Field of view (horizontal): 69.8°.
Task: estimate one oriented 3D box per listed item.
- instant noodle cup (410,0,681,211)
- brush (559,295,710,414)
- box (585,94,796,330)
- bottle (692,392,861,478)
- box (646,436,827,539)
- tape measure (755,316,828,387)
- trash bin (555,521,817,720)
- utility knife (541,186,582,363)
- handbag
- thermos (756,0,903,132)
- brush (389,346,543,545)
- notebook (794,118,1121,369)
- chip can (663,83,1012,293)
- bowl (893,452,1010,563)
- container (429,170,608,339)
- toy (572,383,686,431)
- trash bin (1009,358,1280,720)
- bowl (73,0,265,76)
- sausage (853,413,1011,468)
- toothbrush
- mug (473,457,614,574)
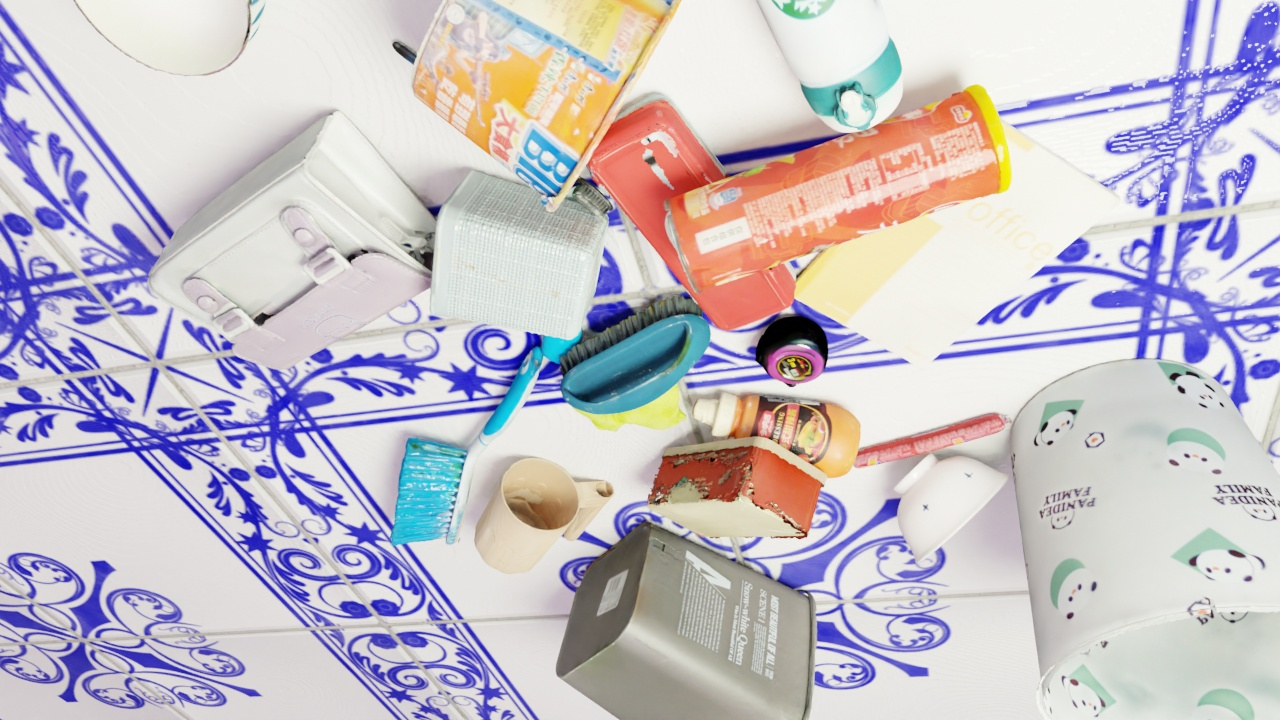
[{"bbox_3d":[-0.061,-0.183,0.555,0.111,0.151,0.152,31,131,-10],"label":"instant noodle cup"},{"bbox_3d":[-0.005,0.004,0.770,0.144,0.073,0.055,-28,138,19],"label":"brush"},{"bbox_3d":[0.039,-0.105,0.693,0.087,0.047,0.201,-22,128,28],"label":"box"},{"bbox_3d":[0.120,0.061,0.831,0.149,0.066,0.067,14,135,3],"label":"bottle"},{"bbox_3d":[0.079,0.127,0.842,0.091,0.077,0.169,31,156,-22],"label":"box"},{"bbox_3d":[0.129,-0.009,0.771,0.057,0.039,0.058,34,135,-24],"label":"tape measure"},{"bbox_3d":[0.048,0.309,1.003,0.219,0.198,0.199,34,129,-16],"label":"trash bin"},{"bbox_3d":[-0.059,-0.067,0.755,0.034,0.018,0.186,5,133,-7],"label":"utility knife"},{"bbox_3d":[-0.264,-0.079,0.723,0.197,0.098,0.145,-24,132,29],"label":"handbag"},{"bbox_3d":[0.091,-0.233,0.528,0.073,0.073,0.224,-19,129,24],"label":"thermos"},{"bbox_3d":[-0.179,0.090,0.909,0.109,0.060,0.315,11,133,-11],"label":"brush"},{"bbox_3d":[0.230,-0.085,0.700,0.146,0.010,0.207,27,132,-16],"label":"notebook"},{"bbox_3d":[0.127,-0.110,0.609,0.217,0.073,0.073,-19,130,11],"label":"chip can"},{"bbox_3d":[0.278,0.125,0.857,0.064,0.118,0.119,47,135,17],"label":"bowl"},{"bbox_3d":[-0.088,-0.075,0.685,0.111,0.090,0.090,14,124,0],"label":"container"},{"bbox_3d":[-0.011,0.037,0.843,0.100,0.031,0.096,-29,122,32],"label":"toy"},{"bbox_3d":[0.415,0.149,0.738,0.229,0.251,0.230,4,136,4],"label":"trash bin"},{"bbox_3d":[-0.289,-0.246,0.574,0.116,0.066,0.117,5,135,5],"label":"bowl"},{"bbox_3d":[0.264,0.077,0.852,0.156,0.020,0.020,-19,129,25],"label":"sausage"},{"bbox_3d":[-0.096,-0.162,0.651,0.189,0.016,0.014,36,158,-15],"label":"toothbrush"},{"bbox_3d":[-0.102,0.163,0.957,0.124,0.084,0.104,0,143,-31],"label":"mug"}]
